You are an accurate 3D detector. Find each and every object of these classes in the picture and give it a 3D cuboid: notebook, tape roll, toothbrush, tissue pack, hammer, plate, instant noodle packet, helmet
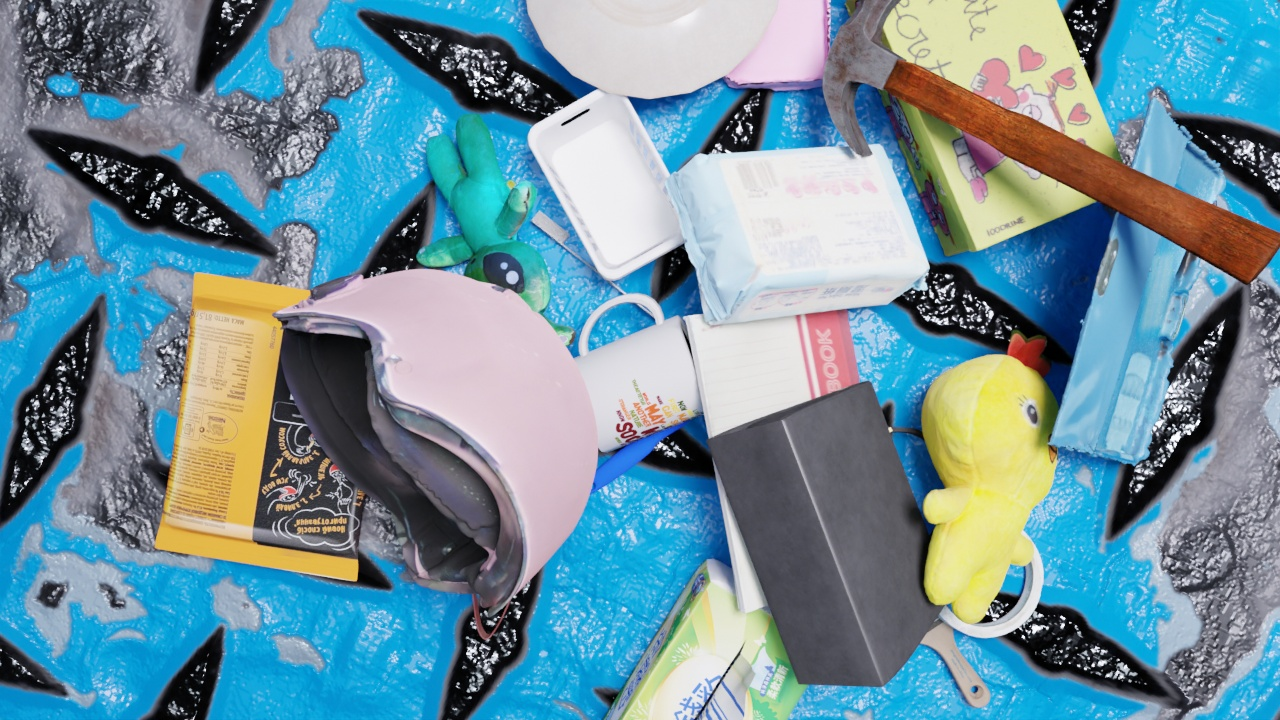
[{"bbox_3d":[0.113,0.061,0.672,0.152,0.012,0.208,-10,89,-32],"label":"notebook"},{"bbox_3d":[0.263,0.165,0.707,0.093,0.013,0.093,0,85,-5],"label":"tape roll"},{"bbox_3d":[0.025,0.049,0.719,0.182,0.018,0.016,-38,90,6],"label":"toothbrush"},{"bbox_3d":[0.117,-0.091,0.653,0.181,0.070,0.112,-7,69,-22],"label":"tissue pack"},{"bbox_3d":[0.246,-0.137,0.580,0.301,0.028,0.111,38,119,25],"label":"hammer"},{"bbox_3d":[0.043,0.260,0.660,0.120,0.141,0.198,25,93,1],"label":"tissue pack"},{"bbox_3d":[0.008,-0.283,0.658,0.189,0.027,0.188,0,84,4],"label":"plate"},{"bbox_3d":[-0.285,0.053,0.718,0.160,0.032,0.221,9,92,-1],"label":"instant noodle packet"},{"bbox_3d":[-0.132,0.034,0.622,0.152,0.256,0.230,-41,118,-32],"label":"helmet"},{"bbox_3d":[-0.011,-0.057,0.717,0.181,0.010,0.010,38,89,0],"label":"toothbrush"}]

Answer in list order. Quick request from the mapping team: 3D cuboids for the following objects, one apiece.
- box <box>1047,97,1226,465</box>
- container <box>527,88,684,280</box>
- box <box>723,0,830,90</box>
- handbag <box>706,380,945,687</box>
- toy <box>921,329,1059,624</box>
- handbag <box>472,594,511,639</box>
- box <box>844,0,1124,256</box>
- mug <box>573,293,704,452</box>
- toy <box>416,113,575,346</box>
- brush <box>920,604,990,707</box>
[{"bbox_3d":[0.341,-0.046,0.641,0.033,0.174,0.231,19,94,46],"label":"box"},{"bbox_3d":[-0.021,-0.131,0.694,0.081,0.049,0.129,-29,91,3],"label":"container"},{"bbox_3d":[0.063,-0.322,0.693,0.159,0.035,0.230,0,92,4],"label":"box"},{"bbox_3d":[0.166,0.102,0.653,0.195,0.072,0.175,-20,89,-40],"label":"handbag"},{"bbox_3d":[0.245,0.079,0.655,0.092,0.133,0.207,-6,59,41],"label":"toy"},{"bbox_3d":[-0.114,0.162,0.723,0.055,0.029,0.120,9,98,4],"label":"handbag"},{"bbox_3d":[0.246,-0.199,0.669,0.124,0.081,0.221,-20,92,3],"label":"box"},{"bbox_3d":[-0.004,0.004,0.682,0.090,0.073,0.105,-22,91,9],"label":"mug"},{"bbox_3d":[-0.108,-0.088,0.693,0.131,0.072,0.193,-20,88,41],"label":"toy"},{"bbox_3d":[0.227,0.206,0.717,0.039,0.012,0.151,-35,90,2],"label":"brush"}]
